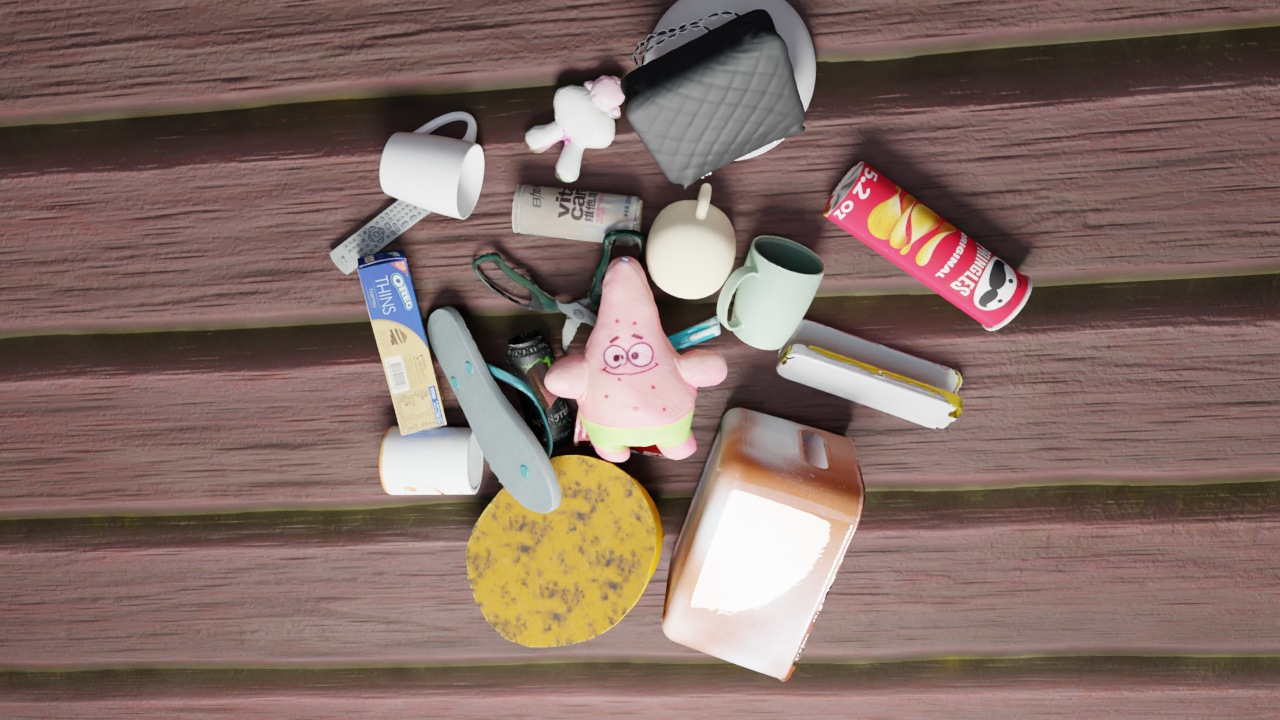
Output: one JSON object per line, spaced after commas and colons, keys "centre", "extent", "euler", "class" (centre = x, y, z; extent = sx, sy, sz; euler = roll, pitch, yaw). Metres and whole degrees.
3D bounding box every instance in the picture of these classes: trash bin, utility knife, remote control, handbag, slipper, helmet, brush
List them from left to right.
{"centre": [-0.294, -0.146, 1.038], "extent": [0.137, 0.013, 0.033], "euler": [-33, 105, 16], "class": "remote control"}
{"centre": [-0.161, 0.056, 1.051], "extent": [0.268, 0.054, 0.098], "euler": [56, 136, 12], "class": "slipper"}
{"centre": [-0.096, 0.015, 1.013], "extent": [0.008, 0.143, 0.045], "euler": [-24, 98, 13], "class": "brush"}
{"centre": [-0.068, 0.220, 1.095], "extent": [0.256, 0.131, 0.205], "euler": [-33, 74, 22], "class": "helmet"}
{"centre": [0.010, -0.011, 1.062], "extent": [0.177, 0.015, 0.022], "euler": [-20, 108, 11], "class": "utility knife"}
{"centre": [0.069, -0.249, 0.869], "extent": [0.154, 0.114, 0.125], "euler": [-26, 130, 10], "class": "handbag"}
{"centre": [0.132, 0.200, 1.047], "extent": [0.157, 0.181, 0.260], "euler": [18, 112, 0], "class": "trash bin"}

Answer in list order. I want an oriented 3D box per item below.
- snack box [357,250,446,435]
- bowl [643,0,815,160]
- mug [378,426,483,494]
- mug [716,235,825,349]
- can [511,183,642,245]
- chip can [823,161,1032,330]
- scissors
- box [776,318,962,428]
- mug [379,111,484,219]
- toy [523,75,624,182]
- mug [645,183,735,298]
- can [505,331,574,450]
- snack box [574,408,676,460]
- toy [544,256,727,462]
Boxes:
{"centre": [-0.272, -0.021, 1.055], "extent": [0.057, 0.056, 0.207], "euler": [-14, 110, -13], "class": "snack box"}
{"centre": [0.089, -0.286, 0.922], "extent": [0.176, 0.066, 0.177], "euler": [2, 111, 4], "class": "bowl"}
{"centre": [-0.249, 0.120, 1.101], "extent": [0.105, 0.082, 0.082], "euler": [0, 111, 4], "class": "mug"}
{"centre": [0.130, -0.069, 0.984], "extent": [0.111, 0.084, 0.104], "euler": [-7, 129, -35], "class": "mug"}
{"centre": [-0.067, -0.157, 0.992], "extent": [0.135, 0.054, 0.054], "euler": [7, 111, 2], "class": "can"}
{"centre": [0.301, -0.120, 0.966], "extent": [0.220, 0.069, 0.069], "euler": [33, 110, -7], "class": "chip can"}
{"centre": [-0.080, -0.091, 1.011], "extent": [0.201, 0.015, 0.204], "euler": [32, 130, -5], "class": "scissors"}
{"centre": [0.258, 0.019, 1.037], "extent": [0.210, 0.069, 0.067], "euler": [18, 131, -1], "class": "box"}
{"centre": [-0.218, -0.216, 0.979], "extent": [0.088, 0.081, 0.114], "euler": [14, 81, 6], "class": "mug"}
{"centre": [-0.063, -0.250, 0.966], "extent": [0.123, 0.038, 0.079], "euler": [-42, 90, 19], "class": "toy"}
{"centre": [0.056, -0.125, 0.969], "extent": [0.096, 0.099, 0.120], "euler": [14, 111, 0], "class": "mug"}
{"centre": [-0.117, 0.037, 1.072], "extent": [0.054, 0.053, 0.138], "euler": [-11, 110, 9], "class": "can"}
{"centre": [-0.012, 0.073, 1.067], "extent": [0.121, 0.072, 0.072], "euler": [9, 111, 1], "class": "snack box"}
{"centre": [-0.006, 0.006, 0.969], "extent": [0.192, 0.096, 0.237], "euler": [-6, 110, -2], "class": "toy"}
